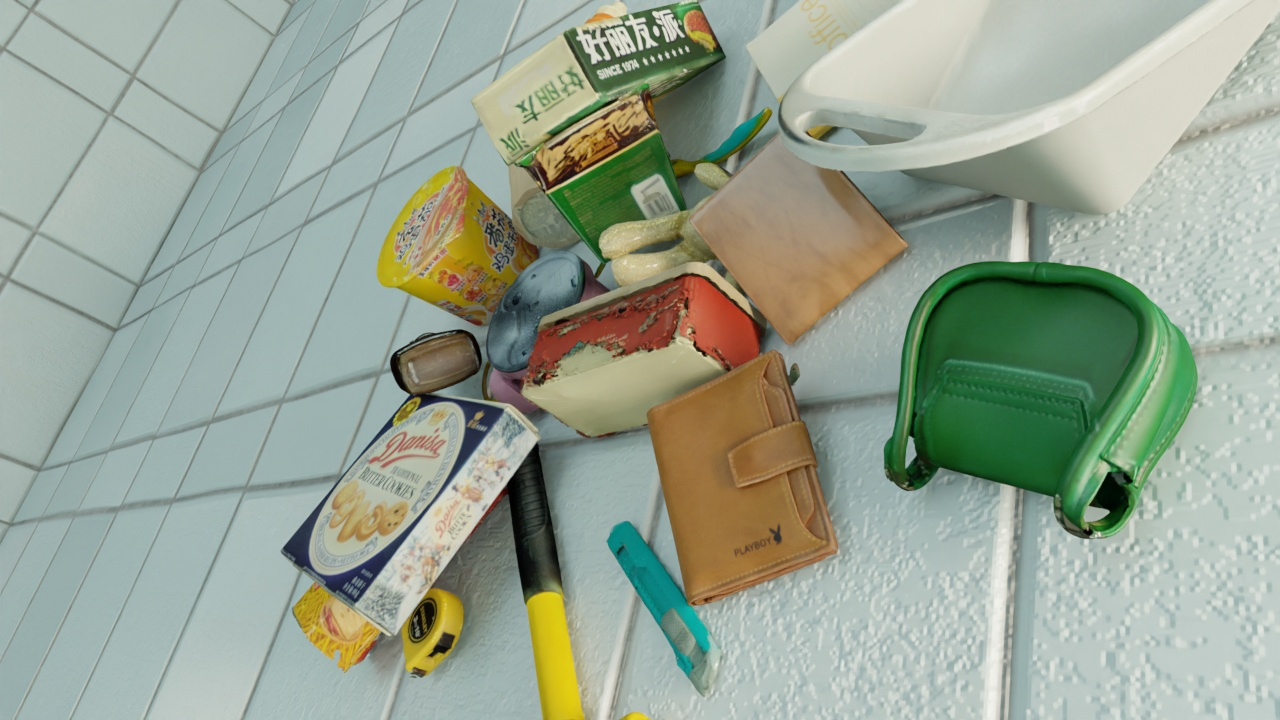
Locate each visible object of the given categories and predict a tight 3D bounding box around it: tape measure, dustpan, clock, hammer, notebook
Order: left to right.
[{"bbox_3d":[-0.162,0.210,0.721,0.057,0.029,0.060,-47,37,14],"label":"tape measure"},{"bbox_3d":[-0.085,-0.019,0.789,0.159,0.060,0.117,-35,42,23],"label":"clock"},{"bbox_3d":[-0.069,0.168,0.645,0.129,0.033,0.300,-39,39,19],"label":"hammer"},{"bbox_3d":[0.185,-0.272,0.702,0.207,0.010,0.145,-36,47,22],"label":"notebook"},{"bbox_3d":[0.207,-0.188,0.512,0.258,0.142,0.223,-60,36,3],"label":"dustpan"}]

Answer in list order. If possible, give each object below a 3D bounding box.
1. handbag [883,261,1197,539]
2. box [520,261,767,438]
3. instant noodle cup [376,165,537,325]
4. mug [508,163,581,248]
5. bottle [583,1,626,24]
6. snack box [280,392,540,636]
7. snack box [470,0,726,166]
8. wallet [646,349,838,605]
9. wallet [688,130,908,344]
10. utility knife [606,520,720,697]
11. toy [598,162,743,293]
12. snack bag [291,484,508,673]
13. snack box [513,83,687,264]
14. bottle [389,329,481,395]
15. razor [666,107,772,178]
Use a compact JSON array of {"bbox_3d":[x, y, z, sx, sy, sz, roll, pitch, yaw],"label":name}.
[{"bbox_3d":[0.186,0.018,0.442,0.131,0.068,0.120,11,72,52],"label":"handbag"},{"bbox_3d":[-0.004,0.004,0.649,0.169,0.091,0.080,-17,48,41],"label":"box"},{"bbox_3d":[-0.178,-0.106,0.918,0.138,0.109,0.137,-30,43,31],"label":"instant noodle cup"},{"bbox_3d":[-0.067,-0.177,0.885,0.125,0.084,0.103,-15,48,8],"label":"mug"},{"bbox_3d":[-0.051,-0.336,1.000,0.067,0.067,0.149,-4,53,47],"label":"bottle"},{"bbox_3d":[-0.188,0.109,0.733,0.178,0.046,0.182,4,53,53],"label":"snack box"},{"bbox_3d":[-0.029,-0.245,0.792,0.115,0.063,0.239,-23,11,36],"label":"snack box"},{"bbox_3d":[0.064,0.068,0.557,0.119,0.035,0.130,-31,57,32],"label":"wallet"},{"bbox_3d":[0.102,-0.086,0.610,0.101,0.020,0.115,-41,75,18],"label":"wallet"},{"bbox_3d":[0.011,0.150,0.583,0.029,0.013,0.151,-50,36,5],"label":"utility knife"},{"bbox_3d":[0.047,-0.096,0.670,0.157,0.066,0.105,-17,76,12],"label":"toy"},{"bbox_3d":[-0.201,0.158,0.789,0.207,0.073,0.129,-50,35,-5],"label":"snack bag"},{"bbox_3d":[-0.019,-0.142,0.735,0.118,0.105,0.117,-30,8,6],"label":"snack box"},{"bbox_3d":[-0.194,-0.004,0.863,0.079,0.044,0.195,-20,9,-13],"label":"bottle"},{"bbox_3d":[0.060,-0.179,0.772,0.133,0.028,0.043,-17,19,44],"label":"razor"}]
